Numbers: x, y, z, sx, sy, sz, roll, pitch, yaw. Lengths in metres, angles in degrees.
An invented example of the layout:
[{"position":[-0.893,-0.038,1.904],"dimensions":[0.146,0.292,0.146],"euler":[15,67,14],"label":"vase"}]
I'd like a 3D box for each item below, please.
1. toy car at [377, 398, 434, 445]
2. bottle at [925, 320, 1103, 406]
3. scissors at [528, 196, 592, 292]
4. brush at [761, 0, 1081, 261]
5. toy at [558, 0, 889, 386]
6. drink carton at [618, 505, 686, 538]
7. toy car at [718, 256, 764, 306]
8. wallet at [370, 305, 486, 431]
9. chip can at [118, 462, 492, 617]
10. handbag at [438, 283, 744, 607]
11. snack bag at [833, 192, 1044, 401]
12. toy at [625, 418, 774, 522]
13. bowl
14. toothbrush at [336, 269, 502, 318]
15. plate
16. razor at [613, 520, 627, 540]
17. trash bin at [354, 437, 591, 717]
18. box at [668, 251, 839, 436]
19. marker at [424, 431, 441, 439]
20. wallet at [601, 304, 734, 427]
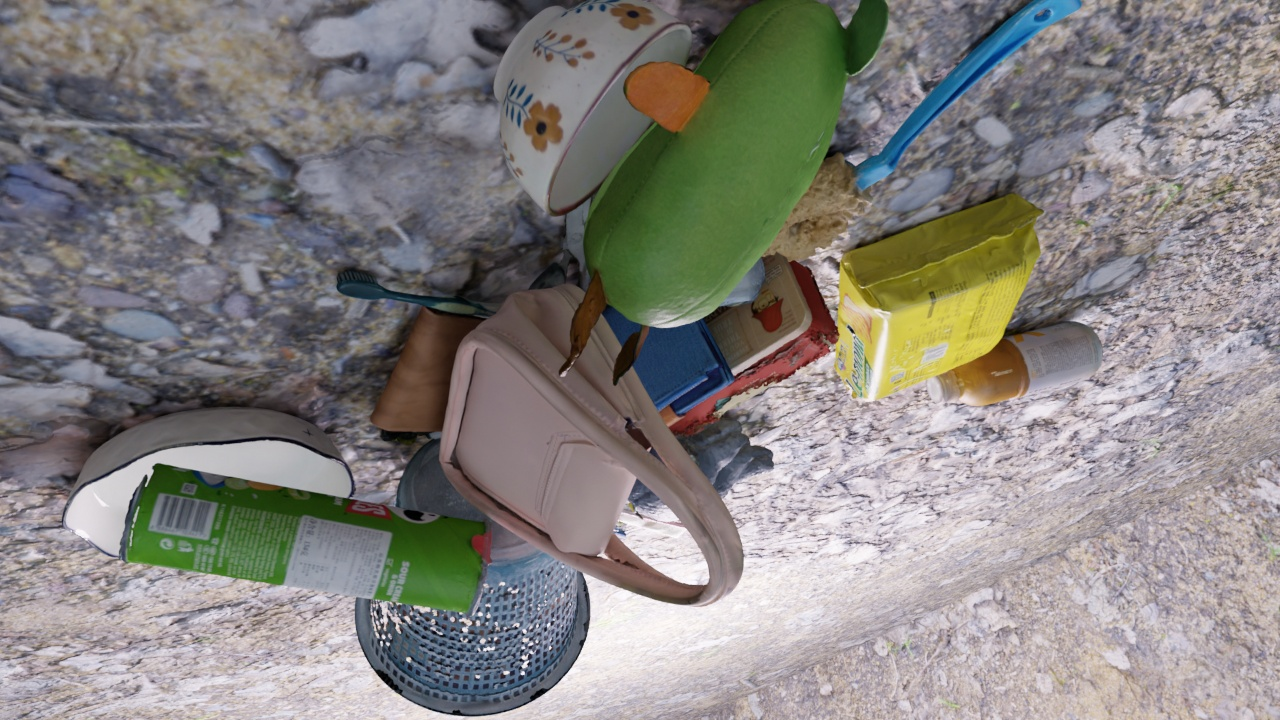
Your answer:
[{"position":[-0.165,0.037,0.733],"dimensions":[0.090,0.035,0.042],"euler":[-14,153,-28],"label":"toy car"},{"position":[0.404,0.008,0.997],"dimensions":[0.189,0.068,0.068],"euler":[-14,152,-10],"label":"bottle"},{"position":[-0.050,-0.077,0.612],"dimensions":[0.145,0.014,0.172],"euler":[-37,153,12],"label":"scissors"},{"position":[0.171,-0.151,0.608],"dimensions":[0.255,0.045,0.083],"euler":[-40,142,27],"label":"brush"},{"position":[0.034,-0.092,0.499],"dimensions":[0.247,0.090,0.227],"euler":[-54,162,2],"label":"toy"},{"position":[0.012,0.161,1.028],"dimensions":[0.122,0.045,0.054],"euler":[25,123,-38],"label":"drink carton"},{"position":[0.037,-0.063,0.650],"dimensions":[0.120,0.054,0.037],"euler":[-7,172,-29],"label":"toy car"},{"position":[-0.133,0.011,0.687],"dimensions":[0.115,0.020,0.101],"euler":[10,118,-47],"label":"wallet"},{"position":[-0.227,0.127,0.645],"dimensions":[0.236,0.072,0.072],"euler":[14,142,-17],"label":"chip can"},{"position":[-0.028,0.079,0.627],"dimensions":[0.093,0.234,0.194],"euler":[-36,158,-35],"label":"handbag"},{"position":[0.259,-0.041,0.823],"dimensions":[0.158,0.068,0.247],"euler":[-19,153,1],"label":"snack bag"},{"position":[0.048,0.108,0.909],"dimensions":[0.138,0.091,0.356],"euler":[-18,168,14],"label":"toy"},{"position":[-0.033,-0.134,0.456],"dimensions":[0.113,0.062,0.113],"euler":[-52,177,-5],"label":"bowl"},{"position":[-0.124,-0.041,0.642],"dimensions":[0.191,0.018,0.016],"euler":[7,132,-44],"label":"toothbrush"},{"position":[-0.336,0.098,0.726],"dimensions":[0.204,0.045,0.205],"euler":[-16,153,-8],"label":"plate"},{"position":[0.002,0.164,1.081],"dimensions":[0.042,0.022,0.143],"euler":[23,125,-37],"label":"razor"},{"position":[-0.142,0.172,0.831],"dimensions":[0.226,0.226,0.196],"euler":[-7,137,-22],"label":"trash bin"},{"position":[0.071,-0.009,0.736],"dimensions":[0.169,0.091,0.079],"euler":[-34,146,26],"label":"box"},{"position":[-0.122,0.040,0.782],"dimensions":[0.130,0.018,0.022],"euler":[-19,-163,-2],"label":"marker"},{"position":[-0.004,0.004,0.701],"dimensions":[0.133,0.106,0.040],"euler":[-35,163,27],"label":"wallet"}]
